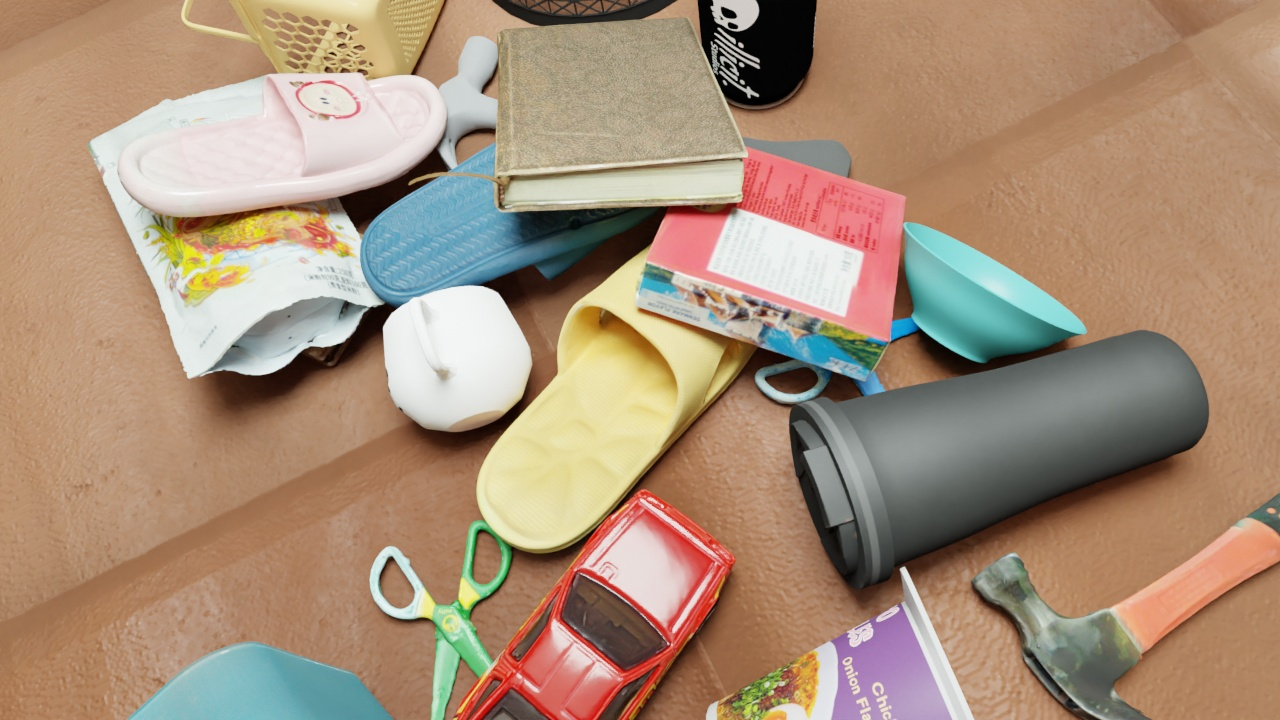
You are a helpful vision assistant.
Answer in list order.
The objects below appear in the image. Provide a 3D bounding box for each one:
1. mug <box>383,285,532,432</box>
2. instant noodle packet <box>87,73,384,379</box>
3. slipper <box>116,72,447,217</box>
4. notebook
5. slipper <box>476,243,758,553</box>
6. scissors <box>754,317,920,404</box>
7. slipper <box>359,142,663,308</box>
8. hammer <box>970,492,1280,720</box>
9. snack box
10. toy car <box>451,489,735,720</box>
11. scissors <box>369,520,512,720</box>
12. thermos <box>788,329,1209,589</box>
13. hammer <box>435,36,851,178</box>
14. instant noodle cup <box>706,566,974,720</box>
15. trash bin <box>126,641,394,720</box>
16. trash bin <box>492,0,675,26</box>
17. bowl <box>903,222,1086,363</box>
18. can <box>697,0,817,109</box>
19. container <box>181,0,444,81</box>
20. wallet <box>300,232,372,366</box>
[{"bbox_3d":[-0.115,-0.001,0.560,0.090,0.124,0.076,-20,76,-1],"label":"mug"},{"bbox_3d":[-0.285,-0.108,0.641,0.146,0.057,0.269,-25,59,-19],"label":"instant noodle packet"},{"bbox_3d":[-0.235,-0.152,0.623,0.221,0.056,0.107,-24,55,-27],"label":"slipper"},{"bbox_3d":[-0.041,-0.163,0.590,0.190,0.035,0.215,-4,42,-5],"label":"notebook"},{"bbox_3d":[-0.003,0.003,0.568,0.099,0.078,0.263,35,75,16],"label":"slipper"},{"bbox_3d":[0.129,-0.011,0.589,0.129,0.013,0.125,-25,67,-3],"label":"scissors"},{"bbox_3d":[-0.082,-0.097,0.611,0.213,0.059,0.103,-24,67,-9],"label":"slipper"},{"bbox_3d":[0.361,0.089,0.508,0.333,0.033,0.133,-31,65,-6],"label":"hammer"},{"bbox_3d":[0.084,-0.069,0.564,0.145,0.040,0.142,18,48,3],"label":"snack box"},{"bbox_3d":[-0.028,0.165,0.516,0.081,0.056,0.189,36,74,12],"label":"toy car"},{"bbox_3d":[-0.122,0.159,0.556,0.117,0.012,0.129,6,70,7],"label":"scissors"},{"bbox_3d":[0.194,0.047,0.514,0.218,0.106,0.105,-17,66,-4],"label":"thermos"},{"bbox_3d":[-0.007,-0.157,0.661,0.311,0.029,0.124,13,70,12],"label":"hammer"},{"bbox_3d":[0.101,0.188,0.461,0.122,0.121,0.137,-23,93,8],"label":"instant noodle cup"},{"bbox_3d":[-0.160,0.272,0.427,0.196,0.199,0.218,-42,62,-10],"label":"trash bin"},{"bbox_3d":[-0.052,-0.406,0.651,0.217,0.243,0.216,-3,67,7],"label":"trash bin"},{"bbox_3d":[0.201,-0.033,0.556,0.121,0.120,0.046,37,114,20],"label":"bowl"},{"bbox_3d":[0.079,-0.244,0.619,0.080,0.146,0.080,-3,67,7],"label":"can"},{"bbox_3d":[-0.244,-0.309,0.703,0.167,0.129,0.183,13,70,6],"label":"container"},{"bbox_3d":[-0.243,-0.059,0.656,0.121,0.027,0.098,23,70,17],"label":"wallet"}]
